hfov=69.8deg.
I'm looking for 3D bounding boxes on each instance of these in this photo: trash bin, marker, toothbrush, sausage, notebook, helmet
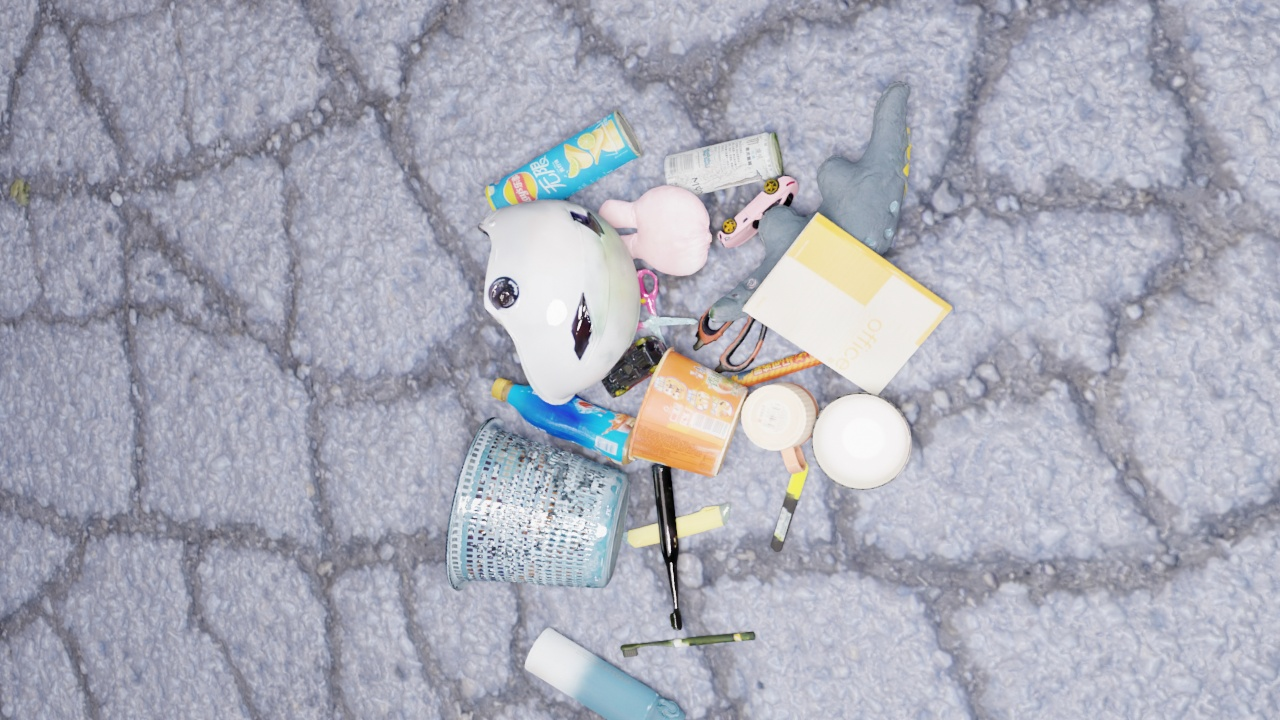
[{"bbox_3d":[-0.121,0.201,1.180,0.195,0.226,0.226,11,92,5],"label":"trash bin"},{"bbox_3d":[0.189,0.186,1.168,0.018,0.015,0.124,19,98,18],"label":"marker"},{"bbox_3d":[0.037,0.241,1.192,0.027,0.026,0.212,-24,68,55],"label":"toothbrush"},{"bbox_3d":[0.188,0.007,1.166,0.165,0.021,0.021,-19,83,17],"label":"sausage"},{"bbox_3d":[0.246,-0.062,1.093,0.206,0.010,0.146,32,110,-13],"label":"notebook"},{"bbox_3d":[0.061,0.374,1.207,0.186,0.012,0.017,-12,91,18],"label":"toothbrush"},{"bbox_3d":[-0.079,-0.087,1.148,0.146,0.229,0.258,-20,68,20],"label":"helmet"}]

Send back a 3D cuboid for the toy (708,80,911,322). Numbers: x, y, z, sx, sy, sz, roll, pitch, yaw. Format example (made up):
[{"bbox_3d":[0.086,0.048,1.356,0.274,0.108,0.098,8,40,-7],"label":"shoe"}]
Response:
[{"bbox_3d":[0.230,-0.159,1.110,0.138,0.091,0.357,39,104,-11],"label":"toy"}]

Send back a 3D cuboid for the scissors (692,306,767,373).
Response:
[{"bbox_3d":[0.142,-0.091,1.186,0.194,0.015,0.206,-8,86,19],"label":"scissors"}]

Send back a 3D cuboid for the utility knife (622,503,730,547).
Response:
[{"bbox_3d":[0.045,0.220,1.212,0.163,0.018,0.031,-17,80,16],"label":"utility knife"}]

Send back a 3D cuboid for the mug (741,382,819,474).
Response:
[{"bbox_3d":[0.176,0.083,1.125,0.082,0.105,0.114,-17,84,17],"label":"mug"}]

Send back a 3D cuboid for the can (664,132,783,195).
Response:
[{"bbox_3d":[0.106,-0.250,1.178,0.147,0.058,0.058,-9,86,18],"label":"can"}]

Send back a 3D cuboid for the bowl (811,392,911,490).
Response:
[{"bbox_3d":[0.270,0.096,1.115,0.117,0.066,0.116,0,90,19],"label":"bowl"}]

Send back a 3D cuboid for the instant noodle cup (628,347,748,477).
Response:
[{"bbox_3d":[0.063,0.072,1.147,0.111,0.151,0.151,20,95,9],"label":"instant noodle cup"}]

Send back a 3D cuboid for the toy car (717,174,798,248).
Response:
[{"bbox_3d":[0.152,-0.185,1.164,0.122,0.056,0.037,-42,70,14],"label":"toy car"}]

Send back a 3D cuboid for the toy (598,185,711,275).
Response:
[{"bbox_3d":[0.019,-0.170,1.197,0.160,0.054,0.121,8,120,27],"label":"toy"}]

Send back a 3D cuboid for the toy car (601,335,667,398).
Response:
[{"bbox_3d":[-0.007,0.007,1.223,0.106,0.031,0.049,-35,81,25],"label":"toy car"}]

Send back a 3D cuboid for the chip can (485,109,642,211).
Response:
[{"bbox_3d":[-0.104,-0.256,1.241,0.210,0.071,0.071,-27,81,16],"label":"chip can"}]

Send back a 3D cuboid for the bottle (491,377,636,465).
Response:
[{"bbox_3d":[-0.102,0.075,1.239,0.219,0.065,0.065,21,95,18],"label":"bottle"}]

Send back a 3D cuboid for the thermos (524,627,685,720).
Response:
[{"bbox_3d":[-0.046,0.434,1.214,0.220,0.070,0.070,25,97,17],"label":"thermos"}]

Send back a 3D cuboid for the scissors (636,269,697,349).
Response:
[{"bbox_3d":[0.009,-0.053,1.227,0.136,0.017,0.133,-21,90,21],"label":"scissors"}]
